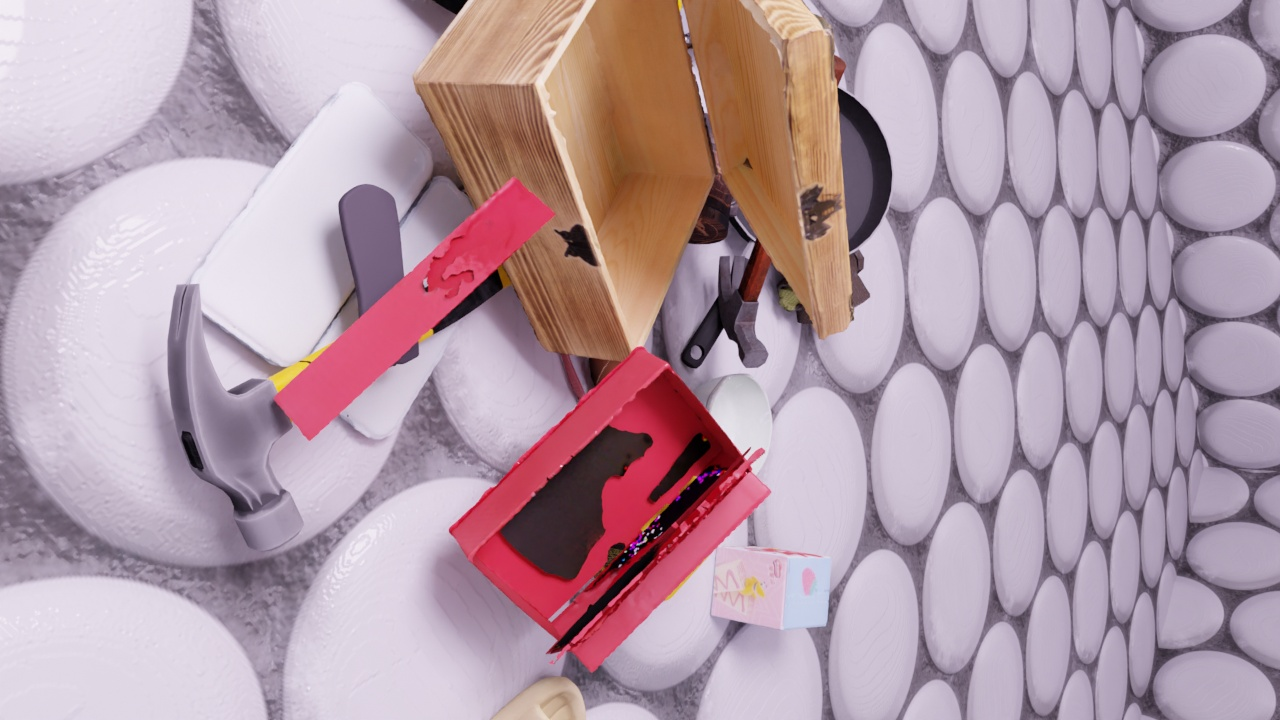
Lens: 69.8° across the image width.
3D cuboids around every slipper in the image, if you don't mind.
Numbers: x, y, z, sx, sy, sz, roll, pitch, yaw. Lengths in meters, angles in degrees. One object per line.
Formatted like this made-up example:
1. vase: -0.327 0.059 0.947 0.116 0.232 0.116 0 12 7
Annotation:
1. slipper: -0.114 0.367 0.731 0.260 0.079 0.111 -33 118 -43

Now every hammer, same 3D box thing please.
1. hammer: 0.127 -0.139 0.852 0.028 0.111 0.301 -2 134 -18
2. hammer: -0.180 -0.023 0.654 0.323 0.034 0.170 -39 122 -45

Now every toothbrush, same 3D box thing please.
1. toothbrush: -0.060 0.021 0.837 0.015 0.015 0.184 -31 112 -40

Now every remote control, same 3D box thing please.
1. remote control: -0.178 -0.057 0.624 0.046 0.009 0.124 -20 106 -52

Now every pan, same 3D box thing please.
1. pan: 0.140 -0.143 1.003 0.204 0.044 0.355 34 81 -11

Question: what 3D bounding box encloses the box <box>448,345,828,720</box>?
1. box: 0.083 0.225 0.720 0.214 0.138 0.467 -43 99 -9

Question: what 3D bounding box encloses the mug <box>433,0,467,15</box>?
1. mug: -0.150 -0.329 0.696 0.100 0.085 0.118 23 43 -35

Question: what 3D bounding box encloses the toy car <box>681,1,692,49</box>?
1. toy car: 0.069 -0.344 0.949 0.112 0.047 0.047 -2 95 -9

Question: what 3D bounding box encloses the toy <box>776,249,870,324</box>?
1. toy: 0.212 -0.113 1.094 0.179 0.078 0.153 -30 108 -30

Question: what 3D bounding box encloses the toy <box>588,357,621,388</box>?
1. toy: -0.005 0.005 0.835 0.070 0.090 0.103 -53 148 -34

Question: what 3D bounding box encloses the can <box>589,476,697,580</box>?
1. can: 0.008 0.151 0.847 0.130 0.101 0.072 -38 117 -42

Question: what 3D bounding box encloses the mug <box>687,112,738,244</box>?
1. mug: 0.069 -0.176 0.929 0.115 0.080 0.107 21 73 -39

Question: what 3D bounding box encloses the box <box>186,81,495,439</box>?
1. box: -0.198 -0.070 0.668 0.190 0.038 0.208 48 57 -34

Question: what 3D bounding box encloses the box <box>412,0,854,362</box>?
1. box: 0.042 -0.179 0.699 0.279 0.264 0.268 68 35 -48

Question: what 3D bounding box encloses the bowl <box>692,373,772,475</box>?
1. bowl: 0.082 0.070 0.961 0.117 0.061 0.117 -1 91 -48

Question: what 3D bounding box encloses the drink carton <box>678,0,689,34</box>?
1. drink carton: -0.006 -0.360 0.870 0.076 0.049 0.125 -42 120 -40

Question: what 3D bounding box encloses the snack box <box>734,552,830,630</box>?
1. snack box: 0.144 0.247 1.006 0.093 0.095 0.079 14 80 -47
